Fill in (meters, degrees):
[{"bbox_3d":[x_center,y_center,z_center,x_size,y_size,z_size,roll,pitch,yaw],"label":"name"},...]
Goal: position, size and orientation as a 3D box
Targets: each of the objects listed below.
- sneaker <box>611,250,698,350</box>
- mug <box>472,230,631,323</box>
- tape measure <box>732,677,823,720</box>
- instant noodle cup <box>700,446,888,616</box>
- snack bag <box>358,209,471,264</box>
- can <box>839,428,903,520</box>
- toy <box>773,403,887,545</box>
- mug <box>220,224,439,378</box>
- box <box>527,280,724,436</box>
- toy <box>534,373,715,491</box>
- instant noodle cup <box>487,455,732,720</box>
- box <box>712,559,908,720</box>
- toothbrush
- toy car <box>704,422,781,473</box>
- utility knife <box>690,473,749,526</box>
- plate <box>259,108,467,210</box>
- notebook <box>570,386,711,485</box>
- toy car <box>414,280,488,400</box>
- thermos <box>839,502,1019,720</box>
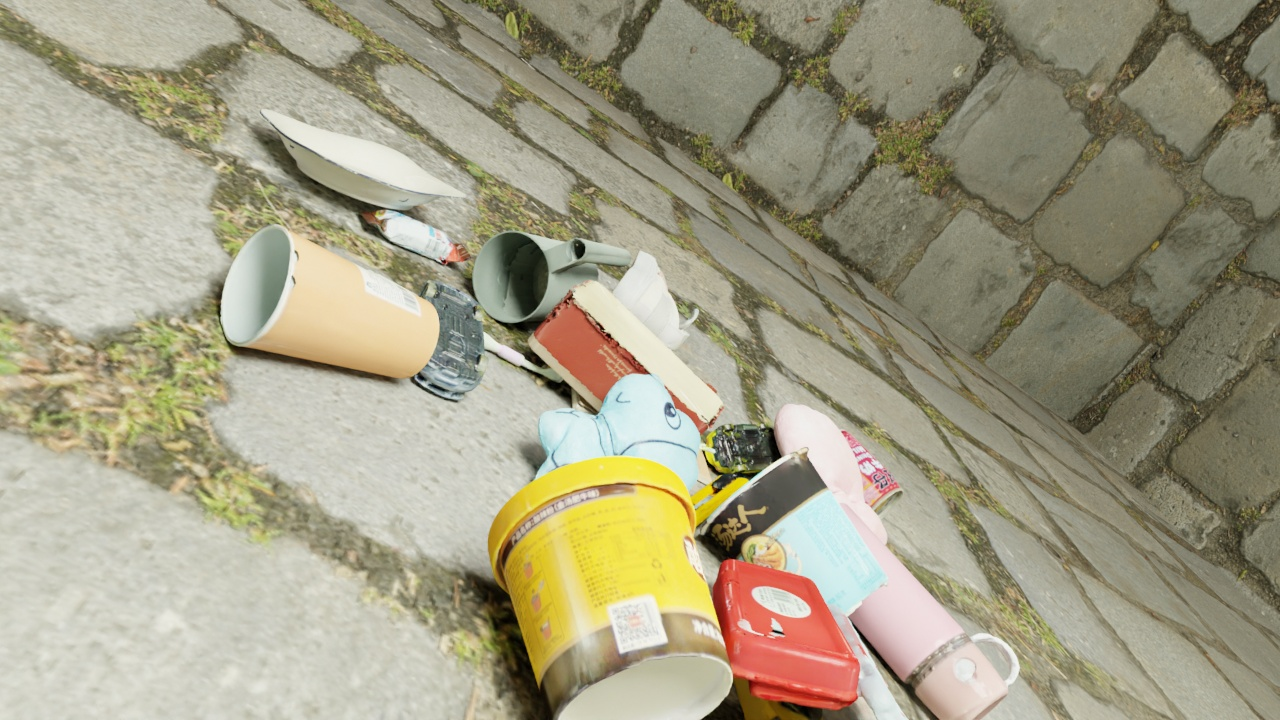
[{"bbox_3d":[0.011,-0.054,0.957,0.091,0.089,0.242,36,6,-5],"label":"sneaker"},{"bbox_3d":[-0.079,-0.082,0.867,0.103,0.124,0.083,-4,77,-65],"label":"mug"},{"bbox_3d":[0.091,0.221,0.582,0.057,0.029,0.060,29,20,-23],"label":"tape measure"},{"bbox_3d":[0.126,0.147,0.716,0.120,0.111,0.111,52,23,19],"label":"instant noodle cup"},{"bbox_3d":[-0.209,-0.116,0.856,0.104,0.026,0.048,23,12,-37],"label":"snack bag"},{"bbox_3d":[0.230,0.128,0.993,0.094,0.067,0.066,48,22,30],"label":"can"},{"bbox_3d":[0.186,0.114,0.907,0.121,0.054,0.159,19,40,-48],"label":"toy"},{"bbox_3d":[-0.198,-0.031,0.603,0.122,0.078,0.078,22,23,-48],"label":"mug"},{"bbox_3d":[-0.005,0.005,0.799,0.168,0.078,0.091,44,19,2],"label":"box"},{"bbox_3d":[-0.009,0.069,0.685,0.156,0.050,0.161,21,49,-30],"label":"toy"},{"bbox_3d":[-0.014,0.131,0.486,0.118,0.119,0.114,23,31,-36],"label":"instant noodle cup"},{"bbox_3d":[0.114,0.185,0.567,0.160,0.065,0.201,33,1,3],"label":"box"},{"bbox_3d":[-0.145,-0.028,0.767,0.189,0.020,0.029,28,-8,-24],"label":"toothbrush"},{"bbox_3d":[0.101,0.088,0.896,0.105,0.032,0.048,3,65,-47],"label":"toy car"},{"bbox_3d":[0.060,0.116,0.774,0.033,0.015,0.153,5,9,24],"label":"utility knife"},{"bbox_3d":[-0.262,-0.180,0.863,0.164,0.034,0.164,34,18,33],"label":"plate"},{"bbox_3d":[-0.006,0.029,0.895,0.149,0.012,0.211,31,19,-20],"label":"notebook"},{"bbox_3d":[-0.148,-0.018,0.705,0.054,0.037,0.120,26,28,-26],"label":"toy car"},{"bbox_3d":[0.222,0.207,0.769,0.198,0.087,0.067,48,-23,34],"label":"thermos"}]
